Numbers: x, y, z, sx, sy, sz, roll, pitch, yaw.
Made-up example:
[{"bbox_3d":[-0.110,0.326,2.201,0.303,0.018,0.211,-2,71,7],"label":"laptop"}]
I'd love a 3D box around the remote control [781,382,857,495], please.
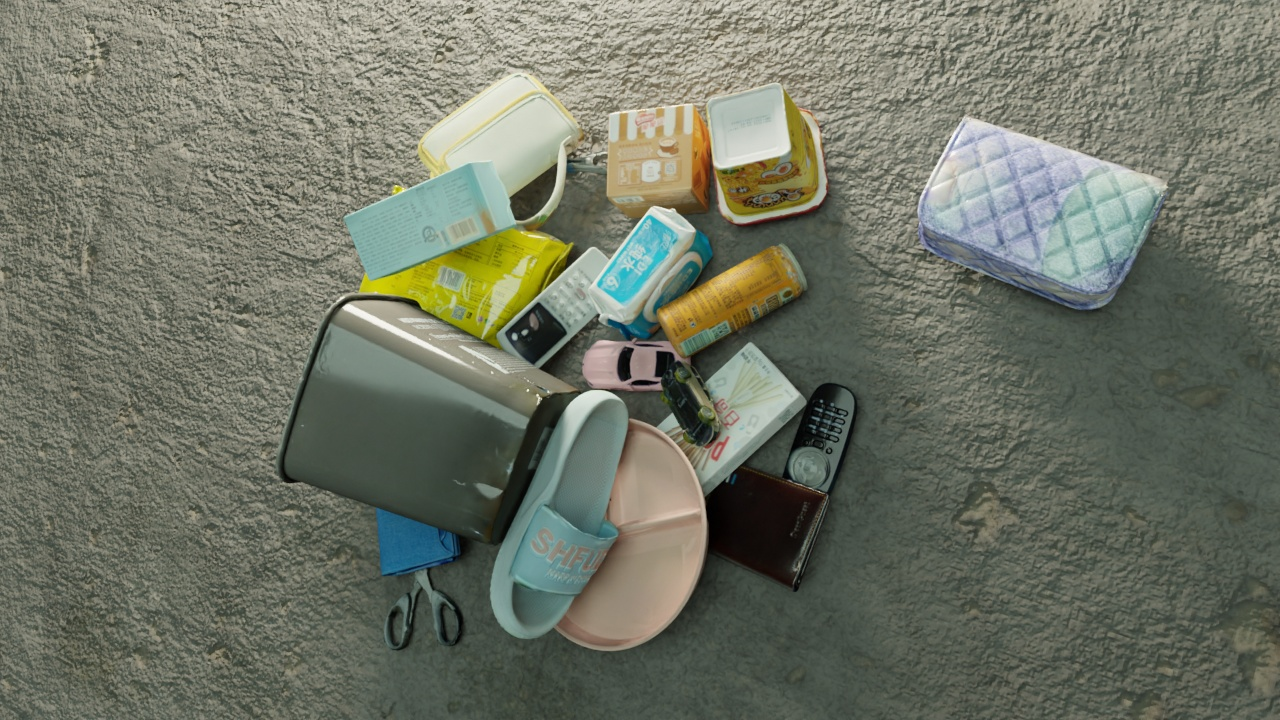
[{"bbox_3d":[0.175,0.089,0.897,0.053,0.024,0.136,19,90,26],"label":"remote control"}]

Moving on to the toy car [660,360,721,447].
[{"bbox_3d":[0.052,0.043,0.906,0.090,0.035,0.042,63,141,31],"label":"toy car"}]

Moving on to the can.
[{"bbox_3d":[0.091,-0.060,0.923,0.146,0.058,0.058,-29,72,0],"label":"can"}]

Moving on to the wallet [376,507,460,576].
[{"bbox_3d":[-0.249,0.165,1.019,0.106,0.040,0.133,-18,70,20],"label":"wallet"}]

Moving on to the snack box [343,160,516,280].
[{"bbox_3d":[-0.222,-0.147,0.968,0.175,0.051,0.074,-17,98,23],"label":"snack box"}]

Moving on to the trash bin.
[{"bbox_3d":[-0.195,0.060,0.904,0.220,0.198,0.199,20,96,13],"label":"trash bin"}]

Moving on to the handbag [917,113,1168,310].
[{"bbox_3d":[0.362,-0.137,0.849,0.194,0.075,0.134,27,85,20],"label":"handbag"}]

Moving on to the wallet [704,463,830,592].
[{"bbox_3d":[0.115,0.157,0.893,0.122,0.020,0.096,17,84,36],"label":"wallet"}]

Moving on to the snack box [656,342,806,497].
[{"bbox_3d":[0.082,0.064,0.924,0.157,0.027,0.084,-43,55,7],"label":"snack box"}]

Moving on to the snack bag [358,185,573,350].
[{"bbox_3d":[-0.207,-0.096,1.041,0.247,0.068,0.158,19,87,20],"label":"snack bag"}]

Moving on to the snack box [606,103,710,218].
[{"bbox_3d":[0.021,-0.210,0.977,0.093,0.077,0.094,-2,80,19],"label":"snack box"}]

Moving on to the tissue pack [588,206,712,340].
[{"bbox_3d":[0.013,-0.087,0.951,0.063,0.090,0.140,39,93,21],"label":"tissue pack"}]

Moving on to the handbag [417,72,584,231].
[{"bbox_3d":[-0.140,-0.223,1.009,0.163,0.063,0.178,-38,62,-10],"label":"handbag"}]

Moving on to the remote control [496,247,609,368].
[{"bbox_3d":[-0.084,-0.054,0.984,0.150,0.021,0.058,-44,101,-9],"label":"remote control"}]

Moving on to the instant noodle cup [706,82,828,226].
[{"bbox_3d":[0.120,-0.209,0.918,0.116,0.123,0.116,-9,77,17],"label":"instant noodle cup"}]

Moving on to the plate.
[{"bbox_3d":[-0.027,0.172,0.923,0.230,0.028,0.229,-10,72,33],"label":"plate"}]

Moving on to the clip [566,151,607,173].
[{"bbox_3d":[-0.061,-0.223,1.036,0.057,0.024,0.029,0,76,17],"label":"clip"}]

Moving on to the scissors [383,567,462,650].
[{"bbox_3d":[-0.244,0.243,1.021,0.159,0.014,0.173,37,92,21],"label":"scissors"}]

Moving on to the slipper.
[{"bbox_3d":[-0.060,0.148,0.875,0.074,0.104,0.245,13,79,38],"label":"slipper"}]

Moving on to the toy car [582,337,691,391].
[{"bbox_3d":[-0.006,0.006,0.970,0.122,0.037,0.056,0,79,20],"label":"toy car"}]
